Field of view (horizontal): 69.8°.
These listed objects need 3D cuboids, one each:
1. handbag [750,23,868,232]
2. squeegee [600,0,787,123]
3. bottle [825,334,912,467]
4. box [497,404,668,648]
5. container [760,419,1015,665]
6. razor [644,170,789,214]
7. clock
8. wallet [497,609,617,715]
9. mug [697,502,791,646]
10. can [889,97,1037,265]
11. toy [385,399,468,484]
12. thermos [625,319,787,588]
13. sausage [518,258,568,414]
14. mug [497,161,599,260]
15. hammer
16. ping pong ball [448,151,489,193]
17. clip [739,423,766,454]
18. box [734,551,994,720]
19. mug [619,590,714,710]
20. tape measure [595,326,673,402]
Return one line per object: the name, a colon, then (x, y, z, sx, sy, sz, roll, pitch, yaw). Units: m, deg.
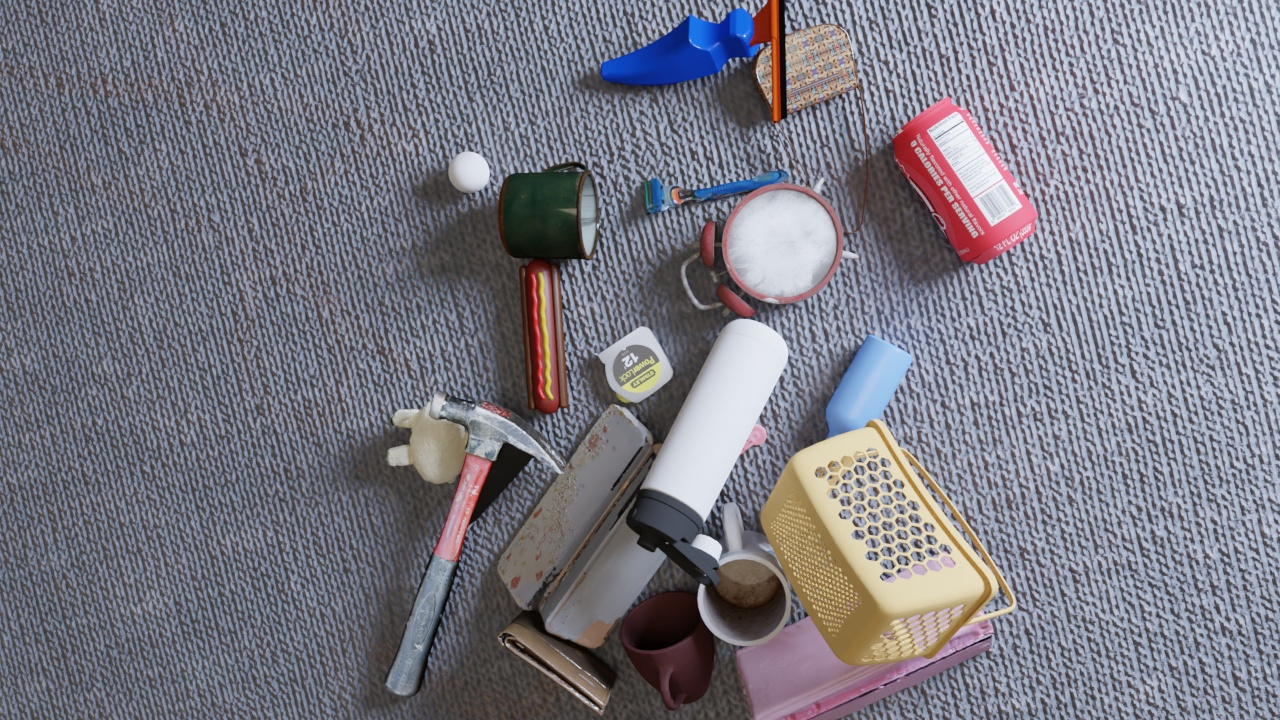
handbag: (0.175, -0.216, 0.874, 0.093, 0.043, 0.196, -20, 98, 5)
squeegee: (0.049, -0.293, 0.863, 0.185, 0.055, 0.248, -8, 60, 22)
bottle: (0.204, 0.043, 0.867, 0.048, 0.048, 0.131, 29, 96, 6)
box: (-0.037, 0.164, 0.912, 0.114, 0.095, 0.217, 32, 99, -23)
container: (0.219, 0.159, 0.805, 0.166, 0.129, 0.183, -8, 48, -25)
razor: (0.074, -0.165, 0.891, 0.141, 0.018, 0.043, -7, 55, 6)
clock: (0.115, -0.099, 0.866, 0.157, 0.062, 0.110, -24, 89, 10)
wallet: (-0.078, 0.291, 0.893, 0.121, 0.098, 0.027, 36, 89, 5)
mug: (0.095, 0.194, 0.864, 0.083, 0.096, 0.119, -12, 91, 8)
can: (0.292, -0.161, 0.832, 0.074, 0.074, 0.142, -34, 88, 8)
toy: (-0.199, 0.082, 0.924, 0.112, 0.050, 0.087, 0, 97, -7)
thermos: (0.074, 0.079, 0.835, 0.101, 0.069, 0.229, 32, 69, -6)
sausage: (-0.096, -0.024, 0.910, 0.040, 0.040, 0.155, -3, 92, 8)
mug: (-0.086, -0.151, 0.889, 0.081, 0.085, 0.110, 1, 58, 9)
hammer: (-0.184, 0.197, 0.915, 0.140, 0.036, 0.326, 20, 104, -5)
ping pong ball: (-0.171, -0.187, 0.913, 0.040, 0.040, 0.040, 0, 92, 8)
clip: (0.096, 0.083, 0.892, 0.060, 0.044, 0.023, -36, 91, 21)
box: (0.218, 0.291, 0.873, 0.233, 0.099, 0.107, -29, 121, 7)
mug: (0.033, 0.291, 0.876, 0.087, 0.113, 0.088, -14, 112, 13)
tape measure: (-0.005, 0.005, 0.910, 0.064, 0.016, 0.065, -33, 88, 8)
